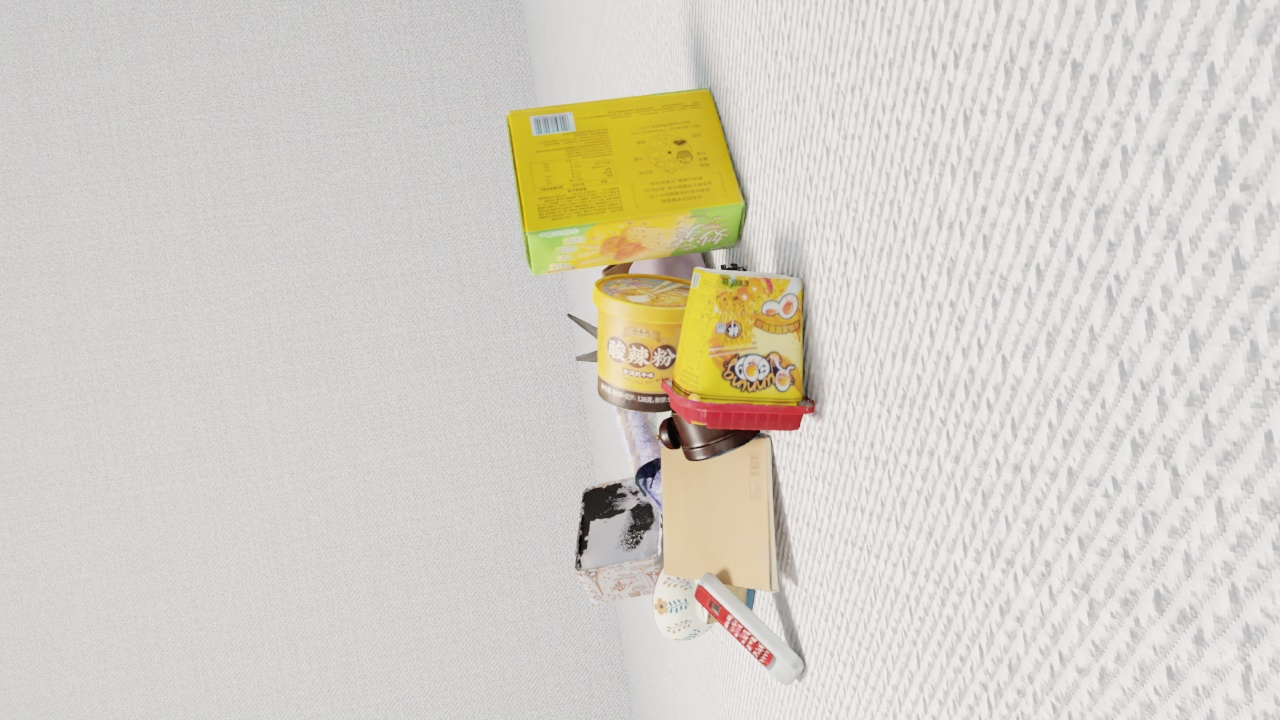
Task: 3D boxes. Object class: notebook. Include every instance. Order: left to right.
[{"bbox_3d":[0.078,0.162,0.980,0.212,0.012,0.149,-15,75,61],"label":"notebook"}]

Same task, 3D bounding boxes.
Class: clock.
[{"bbox_3d":[0.067,0.064,0.938,0.122,0.081,0.055,-13,102,53],"label":"clock"}]

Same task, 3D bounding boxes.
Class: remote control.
[{"bbox_3d":[0.109,0.275,0.940,0.136,0.020,0.056,42,152,21],"label":"remote control"}]

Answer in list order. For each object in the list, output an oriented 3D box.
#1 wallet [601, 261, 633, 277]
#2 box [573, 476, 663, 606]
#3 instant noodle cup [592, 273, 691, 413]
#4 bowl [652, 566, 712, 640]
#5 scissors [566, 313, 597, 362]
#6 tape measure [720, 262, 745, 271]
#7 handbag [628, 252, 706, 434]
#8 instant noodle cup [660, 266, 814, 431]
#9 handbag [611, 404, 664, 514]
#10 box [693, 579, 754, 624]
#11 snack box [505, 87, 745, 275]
[{"bbox_3d":[0.003,-0.103,1.158,0.020,0.115,0.101,35,151,37],"label":"wallet"},{"bbox_3d":[0.009,0.299,1.385,0.182,0.157,0.193,-86,-20,-53],"label":"box"},{"bbox_3d":[0.007,-0.017,0.914,0.118,0.118,0.114,-118,32,-66],"label":"instant noodle cup"},{"bbox_3d":[0.074,0.324,1.241,0.062,0.113,0.113,-2,99,38],"label":"bowl"},{"bbox_3d":[-0.008,-0.011,1.124,0.221,0.022,0.210,45,-147,-24],"label":"scissors"},{"bbox_3d":[0.090,-0.052,0.908,0.066,0.033,0.066,94,165,-62],"label":"tape measure"},{"bbox_3d":[0.044,-0.029,1.053,0.145,0.098,0.196,107,153,-59],"label":"handbag"},{"bbox_3d":[0.083,-0.013,0.770,0.116,0.116,0.124,-139,52,-76],"label":"instant noodle cup"},{"bbox_3d":[0.022,0.127,1.316,0.134,0.075,0.193,52,-171,-34],"label":"handbag"},{"bbox_3d":[0.097,0.237,1.081,0.185,0.059,0.089,87,170,-47],"label":"box"},{"bbox_3d":[-0.018,-0.177,0.901,0.070,0.210,0.157,94,166,-61],"label":"snack box"}]
